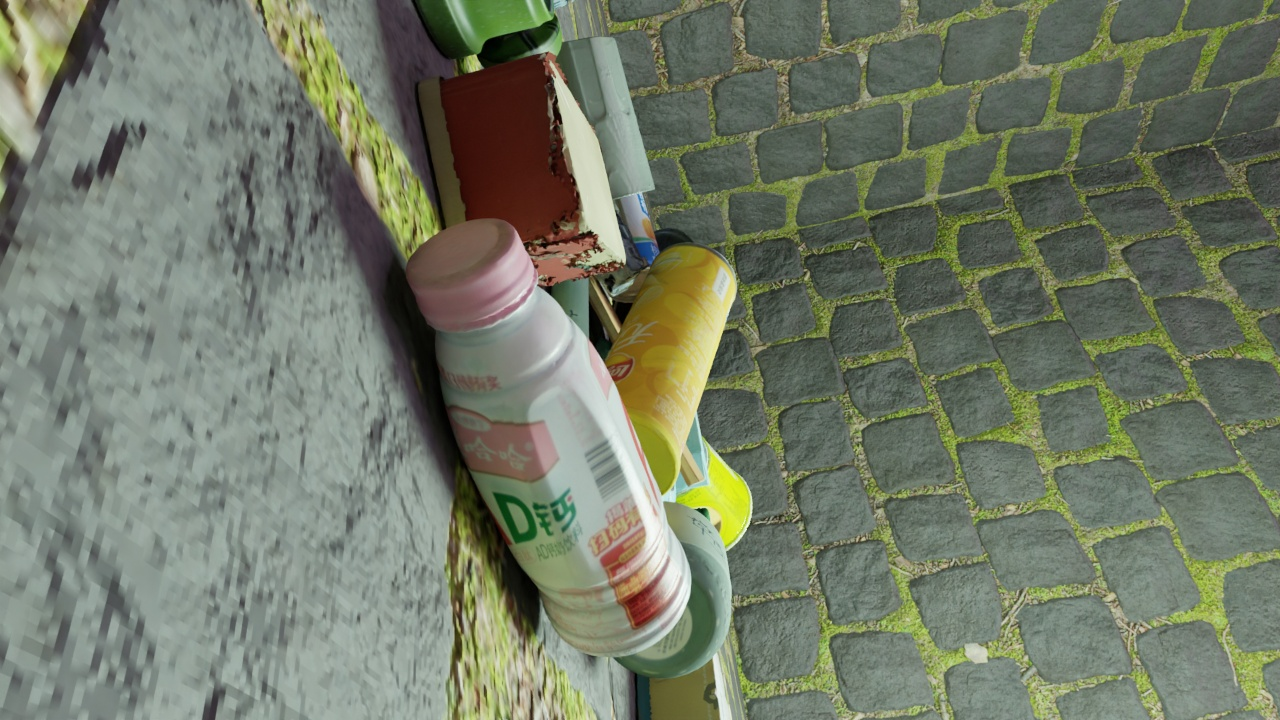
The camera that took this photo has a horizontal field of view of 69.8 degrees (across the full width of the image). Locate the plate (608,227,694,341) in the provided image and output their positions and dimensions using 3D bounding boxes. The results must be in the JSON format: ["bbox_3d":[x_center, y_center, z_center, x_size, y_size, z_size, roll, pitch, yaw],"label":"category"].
[{"bbox_3d":[0.008,-0.032,0.835,0.180,0.024,0.179,-7,-98,57],"label":"plate"}]

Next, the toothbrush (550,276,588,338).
[{"bbox_3d":[-0.045,-0.003,0.559,0.224,0.027,0.027,-95,-159,-57],"label":"toothbrush"}]

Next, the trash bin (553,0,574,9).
[{"bbox_3d":[-0.026,-0.366,0.654,0.226,0.195,0.226,-10,89,-85],"label":"trash bin"}]

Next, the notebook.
[{"bbox_3d":[-0.004,0.004,0.734,0.211,0.012,0.149,62,3,9],"label":"notebook"}]

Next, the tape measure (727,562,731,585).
[{"bbox_3d":[0.054,0.229,0.958,0.066,0.066,0.033,140,-55,-64],"label":"tape measure"}]

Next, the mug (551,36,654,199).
[{"bbox_3d":[-0.046,-0.158,0.637,0.124,0.083,0.103,-132,-153,-78],"label":"mug"}]

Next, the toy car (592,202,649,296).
[{"bbox_3d":[-0.025,-0.080,0.700,0.054,0.036,0.121,61,-8,1],"label":"toy car"}]

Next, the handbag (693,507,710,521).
[{"bbox_3d":[0.036,0.195,0.805,0.131,0.068,0.120,-71,150,-81],"label":"handbag"}]

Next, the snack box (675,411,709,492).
[{"bbox_3d":[0.018,0.052,0.903,0.174,0.074,0.052,-97,174,-48],"label":"snack box"}]

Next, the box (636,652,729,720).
[{"bbox_3d":[0.033,0.257,0.665,0.184,0.061,0.090,-97,174,-65],"label":"box"}]

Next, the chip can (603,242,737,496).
[{"bbox_3d":[0.014,-0.001,0.615,0.212,0.072,0.072,-66,148,-51],"label":"chip can"}]

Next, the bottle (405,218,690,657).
[{"bbox_3d":[-0.034,0.037,0.361,0.068,0.068,0.197,-96,168,-52],"label":"bottle"}]

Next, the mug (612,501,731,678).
[{"bbox_3d":[0.005,0.128,0.562,0.112,0.082,0.106,48,7,-1],"label":"mug"}]

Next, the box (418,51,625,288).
[{"bbox_3d":[-0.043,-0.086,0.461,0.168,0.077,0.091,-9,87,-85],"label":"box"}]

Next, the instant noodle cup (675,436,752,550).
[{"bbox_3d":[0.048,0.130,0.950,0.123,0.112,0.111,58,19,-52],"label":"instant noodle cup"}]

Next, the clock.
[{"bbox_3d":[-0.079,-0.208,0.459,0.161,0.056,0.116,51,29,-81],"label":"clock"}]

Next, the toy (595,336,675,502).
[{"bbox_3d":[-0.005,0.062,0.757,0.156,0.050,0.161,-94,165,-66],"label":"toy"}]

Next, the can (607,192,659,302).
[{"bbox_3d":[-0.018,-0.121,0.811,0.053,0.053,0.134,69,5,-63],"label":"can"}]
